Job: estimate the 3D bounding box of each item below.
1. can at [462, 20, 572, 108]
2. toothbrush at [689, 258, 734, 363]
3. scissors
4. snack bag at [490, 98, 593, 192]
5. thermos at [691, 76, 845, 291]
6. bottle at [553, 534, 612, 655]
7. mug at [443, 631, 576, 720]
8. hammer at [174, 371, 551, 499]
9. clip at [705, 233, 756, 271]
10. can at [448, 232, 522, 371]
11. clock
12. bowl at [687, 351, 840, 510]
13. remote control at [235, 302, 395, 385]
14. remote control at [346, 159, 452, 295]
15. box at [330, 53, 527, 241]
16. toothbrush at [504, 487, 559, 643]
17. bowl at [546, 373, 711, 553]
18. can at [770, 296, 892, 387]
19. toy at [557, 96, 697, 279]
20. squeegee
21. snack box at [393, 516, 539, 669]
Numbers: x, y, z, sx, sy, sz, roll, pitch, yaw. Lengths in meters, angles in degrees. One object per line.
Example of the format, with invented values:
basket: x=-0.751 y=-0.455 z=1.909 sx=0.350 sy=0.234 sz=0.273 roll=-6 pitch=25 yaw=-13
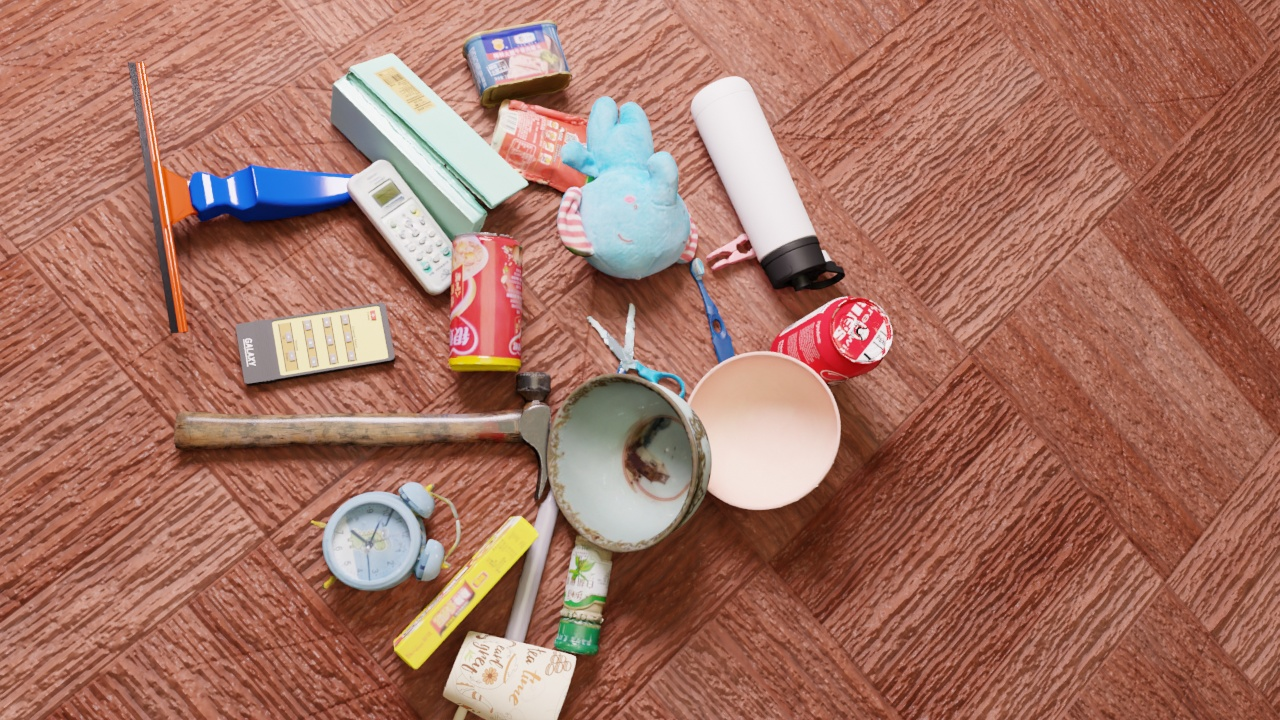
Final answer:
can: x=-0.124 y=-0.300 z=0.931 sx=0.099 sy=0.054 sz=0.059 roll=-16 pitch=85 yaw=-16
toothbrush: x=0.075 y=-0.044 z=0.946 sx=0.021 sy=0.016 sz=0.132 roll=-15 pitch=82 yaw=-18
scissors: x=-0.019 y=0.009 z=0.913 sx=0.117 sy=0.014 sz=0.130 roll=-39 pitch=89 yaw=-17
snack bag: x=-0.074 y=-0.211 z=0.935 sx=0.155 sy=0.044 sz=0.087 roll=14 pitch=81 yaw=-15
thermos: x=0.135 y=-0.181 z=0.965 sx=0.101 sy=0.069 sz=0.230 roll=-13 pitch=77 yaw=-48
bottle: x=-0.050 y=0.214 z=0.849 sx=0.042 sy=0.043 sz=0.109 roll=13 pitch=75 yaw=-11
mug: x=-0.124 y=0.301 z=0.807 sx=0.097 sy=0.081 sz=0.122 roll=21 pitch=101 yaw=-1
hammer: x=-0.245 y=0.071 z=0.837 sx=0.330 sy=0.033 sz=0.120 roll=0 pitch=80 yaw=-13
clip: x=0.095 y=-0.117 z=0.964 sx=0.060 sy=0.023 sz=0.043 roll=-5 pitch=75 yaw=-16
can: x=-0.144 y=-0.052 z=0.859 sx=0.066 sy=0.067 sz=0.124 roll=2 pitch=86 yaw=-14
clock: x=-0.222 y=0.157 z=0.812 sx=0.124 sy=0.052 sz=0.088 roll=-11 pitch=82 yaw=-12
bowl: x=0.123 y=0.069 z=0.891 sx=0.153 sy=0.076 sz=0.153 roll=-3 pitch=83 yaw=22
remote control: x=-0.299 y=-0.016 z=0.849 sx=0.133 sy=0.013 sz=0.058 roll=-11 pitch=82 yaw=-16
remote control: x=-0.221 y=-0.125 z=0.873 sx=0.050 sy=0.022 sz=0.133 roll=-44 pitch=104 yaw=-29
box: x=-0.199 y=-0.210 z=0.886 sx=0.188 sy=0.077 sz=0.091 roll=44 pitch=63 yaw=0
toothbrush: x=-0.094 y=0.168 z=0.859 sx=0.019 sy=0.018 sz=0.187 roll=17 pitch=75 yaw=-12
bowl: x=0.004 y=0.091 z=0.849 sx=0.093 sy=0.160 sz=0.160 roll=2 pitch=74 yaw=-57
can: x=0.183 y=-0.013 z=0.900 sx=0.074 sy=0.143 sz=0.074 roll=3 pitch=78 yaw=-13
toy: x=-0.004 y=-0.169 z=0.896 sx=0.183 sy=0.115 sz=0.180 roll=-1 pitch=89 yaw=-39
squeegee: x=-0.347 y=-0.153 z=0.842 sx=0.184 sy=0.055 sz=0.249 roll=-9 pitch=81 yaw=-24
snack box: x=-0.154 y=0.201 z=0.808 sx=0.025 sy=0.075 sz=0.152 roll=45 pitch=72 yaw=-4
